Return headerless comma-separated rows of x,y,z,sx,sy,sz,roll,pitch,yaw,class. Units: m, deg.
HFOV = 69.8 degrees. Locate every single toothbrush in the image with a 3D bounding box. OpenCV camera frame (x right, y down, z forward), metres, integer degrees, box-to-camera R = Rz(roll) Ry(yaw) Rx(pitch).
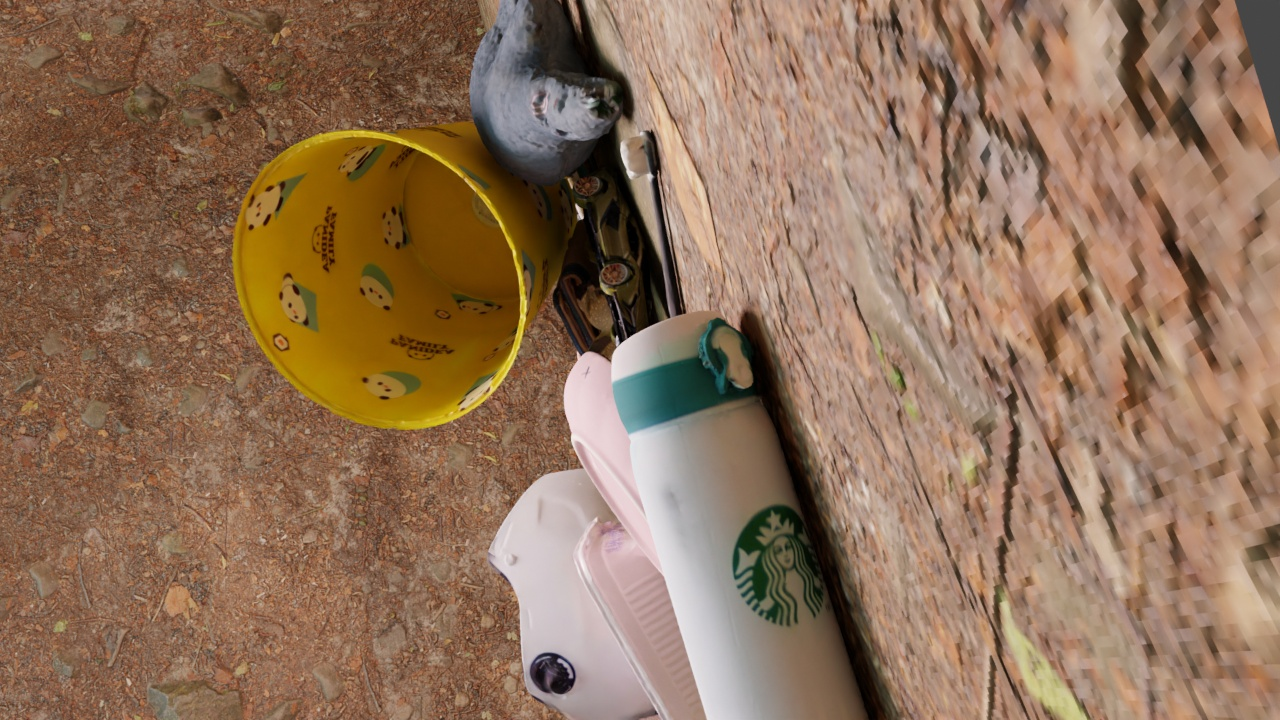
0.014,-0.052,0.542,0.015,0.018,0.181,-117,9,-49,toothbrush

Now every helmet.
-0.008,0.215,0.851,0.258,0.146,0.228,69,-160,2,helmet

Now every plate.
0.008,0.083,0.554,0.192,0.039,0.193,51,167,16,plate

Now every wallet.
-0.045,-0.061,0.796,0.115,0.033,0.090,-83,-23,-56,wallet

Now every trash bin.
-0.172,-0.097,0.787,0.254,0.230,0.230,-63,-40,-66,trash bin

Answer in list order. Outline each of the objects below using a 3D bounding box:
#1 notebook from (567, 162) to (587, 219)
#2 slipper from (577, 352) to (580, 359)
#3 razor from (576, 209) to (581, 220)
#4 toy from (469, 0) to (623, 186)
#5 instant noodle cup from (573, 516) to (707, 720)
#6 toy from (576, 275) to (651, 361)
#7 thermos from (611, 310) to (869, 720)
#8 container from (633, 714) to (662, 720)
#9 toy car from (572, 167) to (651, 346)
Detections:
-0.057,-0.160,0.877,0.150,0.012,0.209,-140,27,-78,notebook
-0.036,0.011,0.989,0.275,0.054,0.114,69,-177,-59,slipper
-0.069,-0.188,0.969,0.043,0.022,0.143,19,128,48,razor
-0.075,-0.204,0.677,0.356,0.091,0.138,-115,36,-55,toy
0.023,0.190,0.674,0.173,0.060,0.138,59,-176,-1,instant noodle cup
-0.004,0.004,0.727,0.104,0.066,0.157,-35,-69,-50,toy
0.045,0.090,0.387,0.073,0.073,0.224,107,146,-82,thermos
0.052,0.348,0.778,0.090,0.111,0.090,-110,5,-49,container
-0.015,-0.068,0.648,0.070,0.042,0.158,80,177,-55,toy car
